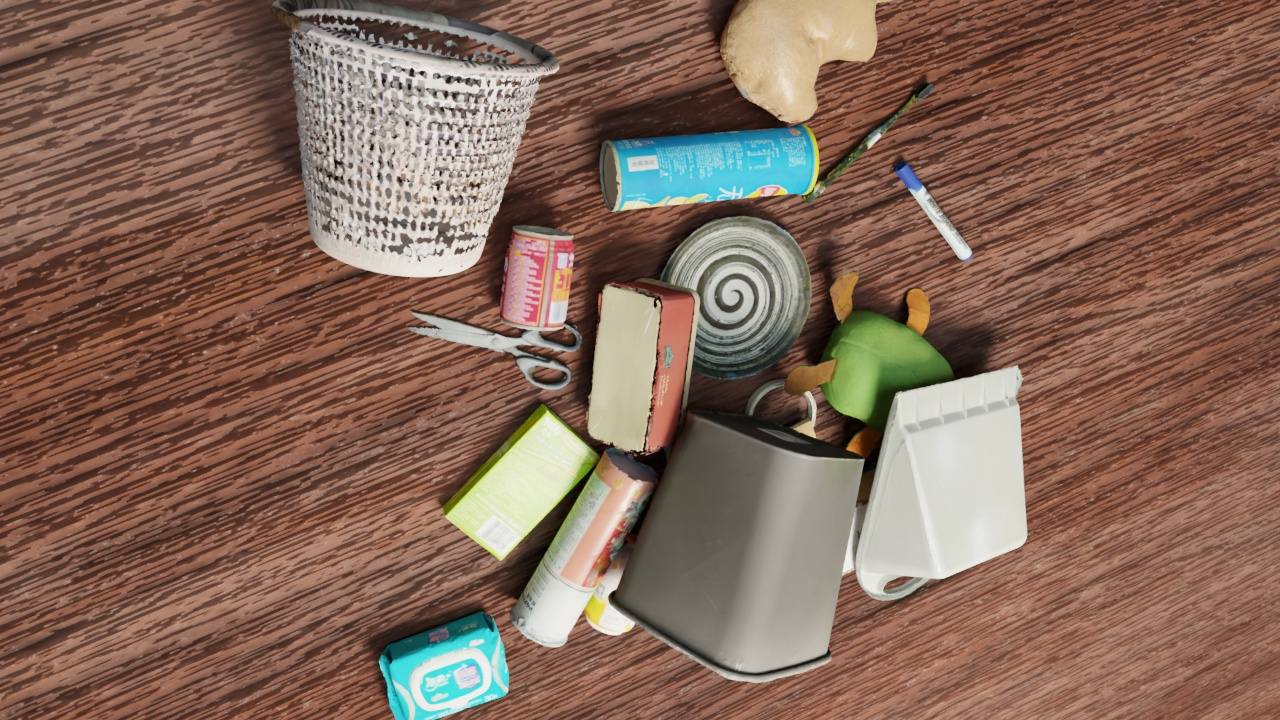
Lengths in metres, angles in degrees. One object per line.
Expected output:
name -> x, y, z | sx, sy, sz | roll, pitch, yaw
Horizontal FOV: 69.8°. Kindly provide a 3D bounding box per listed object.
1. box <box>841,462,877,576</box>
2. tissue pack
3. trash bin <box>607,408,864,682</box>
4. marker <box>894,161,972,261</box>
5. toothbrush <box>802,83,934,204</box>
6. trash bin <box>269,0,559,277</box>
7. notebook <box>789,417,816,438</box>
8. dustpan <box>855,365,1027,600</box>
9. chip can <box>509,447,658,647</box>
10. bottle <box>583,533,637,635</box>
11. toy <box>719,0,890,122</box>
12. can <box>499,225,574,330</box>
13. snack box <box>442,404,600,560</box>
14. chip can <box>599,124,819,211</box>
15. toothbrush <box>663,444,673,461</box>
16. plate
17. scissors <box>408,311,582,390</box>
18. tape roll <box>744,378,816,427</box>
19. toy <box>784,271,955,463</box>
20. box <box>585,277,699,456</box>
box -> 0.256, 0.185, 1.076 | 0.184, 0.061, 0.090 | -18, 113, -28
tissue pack -> -0.213, 0.339, 1.003 | 0.133, 0.050, 0.093 | -17, 111, -11
trash bin -> 0.110, 0.178, 0.942 | 0.198, 0.199, 0.220 | 10, 97, -49
marker -> 0.332, -0.166, 1.036 | 0.017, 0.017, 0.146 | -45, 113, 0
toothbrush -> 0.246, -0.234, 0.989 | 0.186, 0.017, 0.012 | -43, 107, -1
trash bin -> -0.197, -0.185, 0.779 | 0.227, 0.227, 0.192 | 5, 117, -18
notebook -> 0.162, 0.186, 1.085 | 0.149, 0.012, 0.211 | -25, 116, -7
dustpan -> 0.331, 0.153, 1.057 | 0.222, 0.143, 0.257 | -9, 90, -34
chip can -> -0.060, 0.200, 0.988 | 0.071, 0.071, 0.215 | 25, 102, -22
bottle -> -0.020, 0.249, 1.028 | 0.063, 0.063, 0.108 | 21, 97, -21
toy -> 0.177, -0.347, 0.906 | 0.226, 0.082, 0.143 | -45, 118, -3
can -> -0.101, -0.082, 0.903 | 0.066, 0.066, 0.094 | 4, 105, -18
snack box -> -0.126, 0.131, 0.980 | 0.156, 0.026, 0.086 | -46, 114, 1
chip can -> 0.068, -0.193, 0.919 | 0.210, 0.071, 0.071 | -8, 108, -14
toothbrush -> 0.030, 0.046, 1.008 | 0.020, 0.029, 0.190 | 2, 109, 25
plate -> 0.100, -0.067, 0.992 | 0.179, 0.024, 0.179 | -4, 105, -16
scissors -> -0.146, -0.011, 0.939 | 0.172, 0.014, 0.147 | -23, 110, -9
tape roll -> 0.161, 0.063, 1.054 | 0.085, 0.014, 0.086 | -5, 107, -16
toy -> 0.273, 0.015, 1.034 | 0.246, 0.090, 0.226 | 30, 82, -26
box -> -0.005, 0.006, 0.934 | 0.080, 0.091, 0.168 | -10, 112, -50
